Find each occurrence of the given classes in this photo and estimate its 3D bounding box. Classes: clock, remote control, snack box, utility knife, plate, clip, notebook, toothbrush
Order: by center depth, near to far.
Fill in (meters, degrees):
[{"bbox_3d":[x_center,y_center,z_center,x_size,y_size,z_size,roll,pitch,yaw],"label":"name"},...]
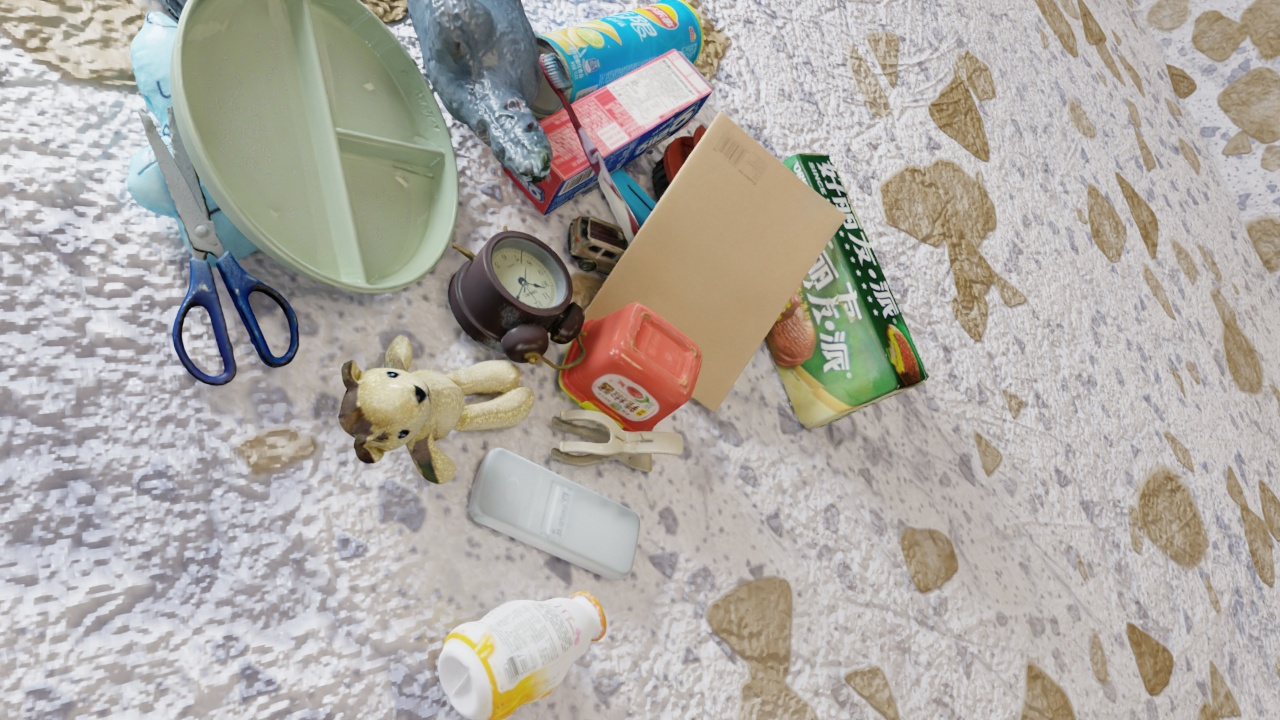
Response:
[{"bbox_3d":[-0.211,-0.154,0.621,0.230,0.028,0.229,32,50,-48],"label":"plate"},{"bbox_3d":[-0.059,0.112,0.660,0.136,0.020,0.055,29,54,-26],"label":"remote control"},{"bbox_3d":[-0.088,-0.042,0.683,0.122,0.055,0.081,53,40,5],"label":"clock"},{"bbox_3d":[-0.020,0.064,0.702,0.099,0.070,0.034,16,59,-28],"label":"clip"},{"bbox_3d":[-0.004,0.004,0.719,0.091,0.080,0.081,36,50,-20],"label":"snack box"},{"bbox_3d":[-0.031,-0.158,0.730,0.016,0.017,0.188,-54,129,-36],"label":"toothbrush"},{"bbox_3d":[0.066,-0.081,0.782,0.149,0.012,0.211,35,87,-20],"label":"notebook"},{"bbox_3d":[-0.023,-0.202,0.800,0.058,0.057,0.206,48,55,3],"label":"snack box"},{"bbox_3d":[0.005,-0.131,0.816,0.034,0.018,0.161,-33,74,-35],"label":"utility knife"},{"bbox_3d":[0.167,-0.066,0.872,0.063,0.115,0.240,-11,76,-44],"label":"snack box"}]

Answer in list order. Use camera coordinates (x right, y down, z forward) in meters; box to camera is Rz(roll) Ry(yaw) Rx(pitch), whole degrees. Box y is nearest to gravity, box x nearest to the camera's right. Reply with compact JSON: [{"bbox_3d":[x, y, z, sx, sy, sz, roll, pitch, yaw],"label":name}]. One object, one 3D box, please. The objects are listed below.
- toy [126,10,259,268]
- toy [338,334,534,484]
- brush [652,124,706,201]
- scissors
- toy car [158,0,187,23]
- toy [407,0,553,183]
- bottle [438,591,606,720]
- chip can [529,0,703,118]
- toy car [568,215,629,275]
[{"bbox_3d":[-0.273,-0.148,0.596,0.161,0.050,0.155,47,46,-22],"label":"toy"},{"bbox_3d":[-0.131,0.028,0.613,0.157,0.066,0.105,-7,78,-58],"label":"toy"},{"bbox_3d":[0.059,-0.144,0.854,0.063,0.069,0.145,-3,71,-41],"label":"brush"},{"bbox_3d":[-0.256,-0.071,0.563,0.126,0.012,0.173,12,79,-39],"label":"scissors"},{"bbox_3d":[-0.309,-0.251,0.629,0.090,0.034,0.042,48,44,-12],"label":"toy car"},{"bbox_3d":[-0.132,-0.266,0.715,0.091,0.138,0.356,-17,70,-8],"label":"toy"},{"bbox_3d":[-0.071,0.183,0.584,0.108,0.063,0.063,-17,80,-43],"label":"bottle"},{"bbox_3d":[-0.027,-0.285,0.853,0.209,0.071,0.071,-35,93,-44],"label":"chip can"},{"bbox_3d":[-0.020,-0.093,0.788,0.090,0.035,0.042,20,59,-34],"label":"toy car"}]
